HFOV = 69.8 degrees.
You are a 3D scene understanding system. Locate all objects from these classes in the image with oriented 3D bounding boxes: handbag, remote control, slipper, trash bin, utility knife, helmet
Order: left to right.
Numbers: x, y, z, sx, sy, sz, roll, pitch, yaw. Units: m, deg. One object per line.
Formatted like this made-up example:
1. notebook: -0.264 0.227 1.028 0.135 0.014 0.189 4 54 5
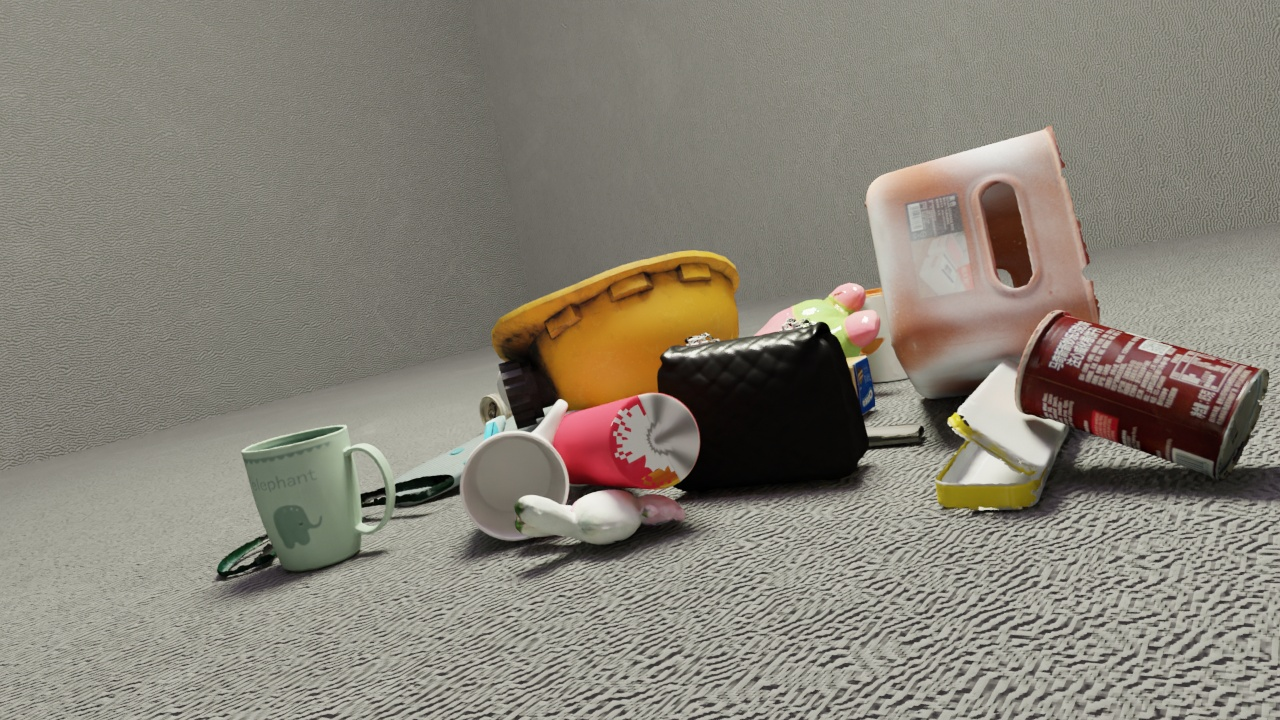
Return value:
1. utility knife: -0.143 0.100 0.883 0.022 0.015 0.176 -21 24 4
2. slipper: -0.133 0.098 0.971 0.268 0.055 0.098 -27 17 -30
3. helmet: -0.005 0.005 0.896 0.255 0.131 0.205 -16 -21 -7
4. handbag: 0.100 0.032 0.737 0.154 0.125 0.114 -8 6 27
5. remote control: 0.174 0.069 0.795 0.137 0.013 0.033 -6 8 27
6. trash bin: 0.304 -0.069 0.829 0.158 0.181 0.259 -12 -13 20

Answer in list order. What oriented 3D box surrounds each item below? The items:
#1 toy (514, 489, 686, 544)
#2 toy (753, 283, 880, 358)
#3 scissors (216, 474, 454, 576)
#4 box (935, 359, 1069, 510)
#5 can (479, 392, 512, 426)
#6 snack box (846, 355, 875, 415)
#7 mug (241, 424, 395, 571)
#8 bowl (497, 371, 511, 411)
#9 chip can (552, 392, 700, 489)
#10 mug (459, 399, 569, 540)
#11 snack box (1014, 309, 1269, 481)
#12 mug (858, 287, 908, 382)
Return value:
1. toy: -0.030 0.110 0.646 0.122 0.038 0.079 -2 -8 -1
2. toy: 0.167 0.001 1.062 0.237 0.097 0.191 -30 20 16
3. scissors: -0.276 0.143 0.840 0.204 0.015 0.201 -14 10 9
4. box: 0.259 0.051 0.639 0.067 0.070 0.209 17 18 28
5. can: -0.158 0.060 1.299 0.135 0.054 0.054 -17 8 -42
6. snack box: 0.134 0.039 0.954 0.207 0.057 0.056 -9 5 30
7. mug: -0.255 0.110 0.746 0.111 0.104 0.084 -11 6 5
8. bowl: -0.083 0.042 1.116 0.176 0.066 0.177 -8 -28 -5
9. chip can: -0.023 0.068 0.734 0.069 0.069 0.221 -13 -2 -19
10. mug: -0.091 0.081 0.726 0.081 0.114 0.088 32 -6 -6
11. snack box: 0.304 0.019 0.564 0.072 0.072 0.121 -16 29 -42
12. mug: 0.295 -0.033 1.098 0.082 0.105 0.082 -10 6 1
